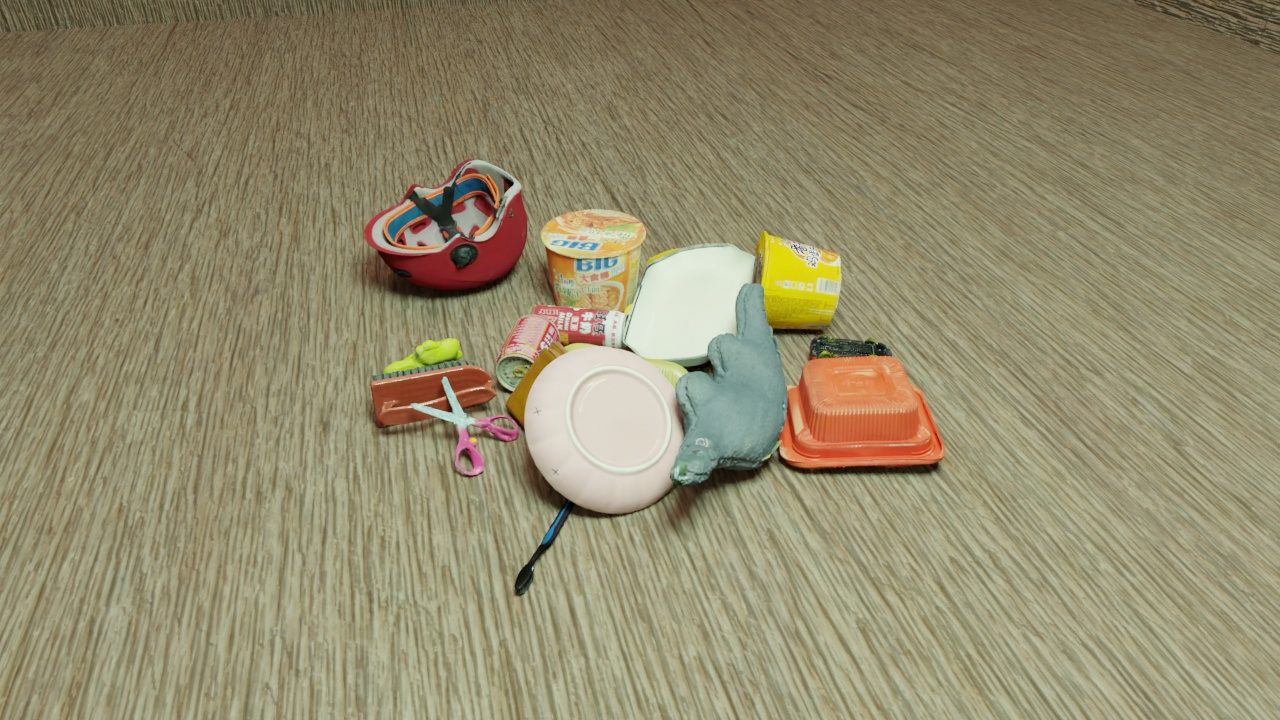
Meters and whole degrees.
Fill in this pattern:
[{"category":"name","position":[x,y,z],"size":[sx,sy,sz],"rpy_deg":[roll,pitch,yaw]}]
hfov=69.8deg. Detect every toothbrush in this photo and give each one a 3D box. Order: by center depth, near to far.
[{"category":"toothbrush","position":[-0.089,0.177,0.964],"size":[0.014,0.016,0.189],"rpy_deg":[3,31,20]}]

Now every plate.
[{"category":"plate","position":[-0.029,0.068,0.998],"size":[0.192,0.039,0.192],"rpy_deg":[9,65,-20]},{"category":"plate","position":[0.071,-0.073,1.241],"size":[0.162,0.034,0.264],"rpy_deg":[-3,39,16]}]

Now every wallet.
[{"category":"wallet","position":[-0.096,0.042,1.082],"size":[0.035,0.119,0.130],"rpy_deg":[31,8,-45]}]

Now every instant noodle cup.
[{"category":"instant noodle cup","position":[0.252,0.055,1.081],"size":[0.189,0.079,0.164],"rpy_deg":[-4,30,3]},{"category":"instant noodle cup","position":[0.212,-0.104,1.273],"size":[0.110,0.138,0.137],"rpy_deg":[8,35,-2]},{"category":"instant noodle cup","position":[-0.067,-0.138,1.331],"size":[0.151,0.112,0.151],"rpy_deg":[0,34,0]}]

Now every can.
[{"category":"can","position":[-0.145,-0.008,1.181],"size":[0.066,0.067,0.093],"rpy_deg":[5,35,7]},{"category":"can","position":[-0.084,-0.045,1.247],"size":[0.133,0.053,0.053],"rpy_deg":[5,35,7]}]

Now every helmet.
[{"category":"helmet","position":[-0.275,-0.179,1.371],"size":[0.239,0.144,0.207],"rpy_deg":[-31,43,-17]}]

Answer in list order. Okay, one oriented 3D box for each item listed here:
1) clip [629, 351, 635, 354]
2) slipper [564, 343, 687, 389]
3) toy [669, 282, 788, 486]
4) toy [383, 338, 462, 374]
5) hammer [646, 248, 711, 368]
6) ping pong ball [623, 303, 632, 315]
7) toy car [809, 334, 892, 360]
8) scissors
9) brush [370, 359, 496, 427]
[{"category":"clip","position":[-0.006,0.005,1.208],"size":[0.027,0.043,0.058],"rpy_deg":[-4,31,-4]},{"category":"slipper","position":[-0.018,0.033,1.124],"size":[0.191,0.091,0.081],"rpy_deg":[9,0,24]},{"category":"toy","position":[0.108,0.047,1.039],"size":[0.092,0.138,0.355],"rpy_deg":[-16,26,32]},{"category":"toy","position":[-0.273,0.005,1.156],"size":[0.096,0.100,0.031],"rpy_deg":[-5,63,-38]},{"category":"hammer","position":[0.076,-0.086,1.325],"size":[0.129,0.033,0.300],"rpy_deg":[-1,34,-1]},{"category":"ping pong ball","position":[-0.004,-0.060,1.281],"size":[0.040,0.040,0.040],"rpy_deg":[0,35,0]},{"category":"toy car","position":[0.277,-0.008,1.212],"size":[0.106,0.031,0.049],"rpy_deg":[3,35,6]},{"category":"scissors","position":[-0.200,0.073,1.072],"size":[0.130,0.017,0.133],"rpy_deg":[-10,61,-34]},{"category":"brush","position":[-0.249,0.042,1.115],"size":[0.145,0.063,0.069],"rpy_deg":[-12,34,-20]}]
